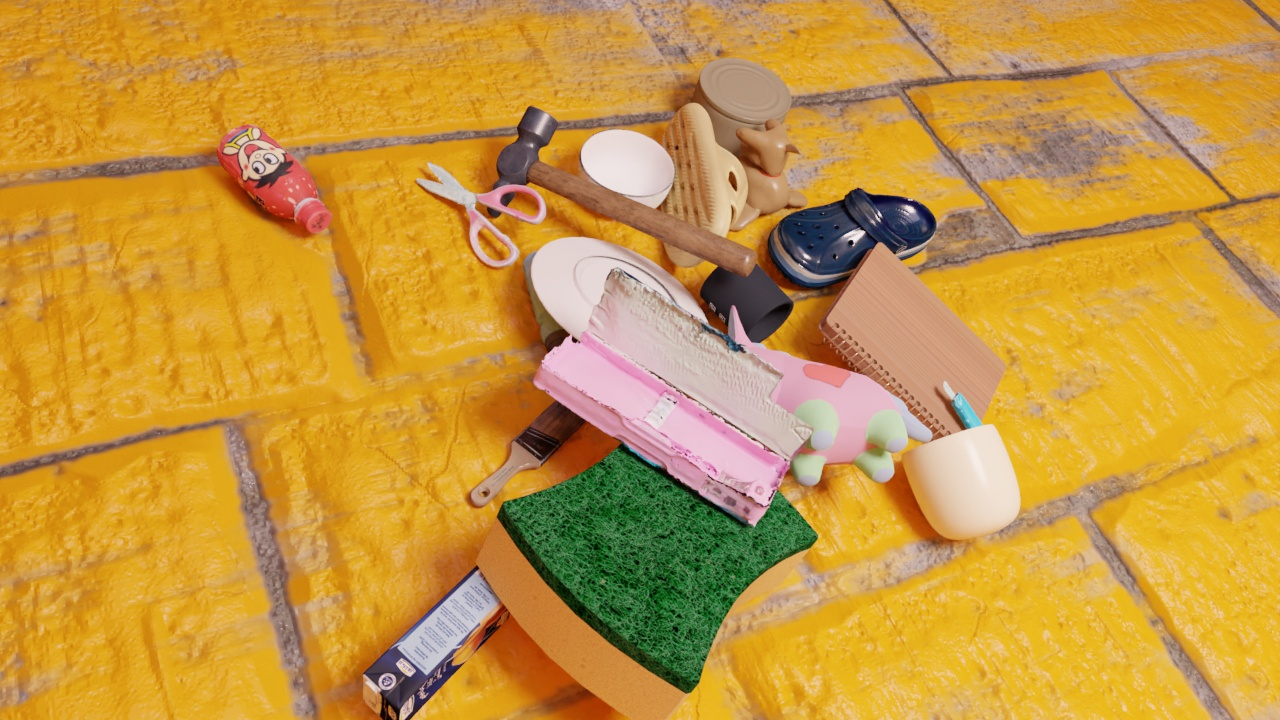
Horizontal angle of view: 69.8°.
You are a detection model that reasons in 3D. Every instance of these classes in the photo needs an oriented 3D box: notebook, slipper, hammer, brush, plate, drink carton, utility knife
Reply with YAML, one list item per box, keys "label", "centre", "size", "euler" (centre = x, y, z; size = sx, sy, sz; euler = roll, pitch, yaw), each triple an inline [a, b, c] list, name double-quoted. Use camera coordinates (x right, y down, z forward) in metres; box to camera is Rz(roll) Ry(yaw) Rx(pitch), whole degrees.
- label: "notebook"
  centre: [0.304, -0.011, 1.018]
  size: [0.210, 0.022, 0.168]
  euler: [43, 54, -4]
- label: "slipper"
  centre: [0.263, -0.165, 1.114]
  size: [0.252, 0.095, 0.105]
  euler: [-16, 63, -30]
- label: "hammer"
  centre: [-0.021, -0.163, 0.992]
  size: [0.322, 0.040, 0.129]
  euler: [26, 88, 19]
- label: "brush"
  centre: [-0.107, 0.087, 0.873]
  size: [0.039, 0.012, 0.150]
  euler: [36, 54, 12]
- label: "slipper"
  centre: [0.077, -0.203, 1.092]
  size: [0.079, 0.112, 0.261]
  euler: [20, 44, -28]
- label: "brush"
  centre: [0.012, 0.157, 0.771]
  size: [0.195, 0.075, 0.249]
  euler: [39, 37, 15]
- label: "plate"
  centre: [-0.016, -0.067, 0.968]
  size: [0.208, 0.015, 0.208]
  euler: [20, 36, -16]
- label: "drink carton"
  centre: [-0.158, 0.225, 0.724]
  size: [0.040, 0.064, 0.129]
  euler: [37, 52, 15]
- label: "utility knife"
  centre: [0.362, 0.073, 0.986]
  size: [0.022, 0.015, 0.124]
  euler: [-35, 93, -29]

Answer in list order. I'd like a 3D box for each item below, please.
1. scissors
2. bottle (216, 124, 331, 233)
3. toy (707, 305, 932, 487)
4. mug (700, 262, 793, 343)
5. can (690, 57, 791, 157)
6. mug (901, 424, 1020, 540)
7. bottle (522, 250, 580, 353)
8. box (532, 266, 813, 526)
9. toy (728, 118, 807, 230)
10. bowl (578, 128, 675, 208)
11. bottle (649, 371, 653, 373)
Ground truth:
- label: "scissors"
  centre: [-0.194, -0.162, 1.020]
  size: [0.179, 0.016, 0.105]
  euler: [22, 86, 19]
- label: "bottle"
  centre: [-0.380, -0.186, 0.966]
  size: [0.137, 0.062, 0.061]
  euler: [41, 54, 16]
- label: "toy"
  centre: [0.160, 0.040, 0.888]
  size: [0.222, 0.120, 0.171]
  euler: [1, 38, -14]
- label: "mug"
  centre: [0.127, -0.068, 1.024]
  size: [0.077, 0.071, 0.104]
  euler: [50, 31, 21]
- label: "can"
  centre: [0.127, -0.328, 1.205]
  size: [0.127, 0.073, 0.127]
  euler: [8, 53, -10]
- label: "mug"
  centre: [0.330, 0.126, 0.919]
  size: [0.120, 0.096, 0.099]
  euler: [-1, 68, -47]
- label: "bottle"
  centre: [-0.093, -0.057, 0.965]
  size: [0.040, 0.040, 0.130]
  euler: [-6, 56, -20]
- label: "box"
  centre: [0.034, 0.028, 0.785]
  size: [0.230, 0.106, 0.086]
  euler: [33, 35, 7]
- label: "toy"
  centre: [0.152, -0.233, 1.128]
  size: [0.133, 0.108, 0.106]
  euler: [-23, 47, -29]
- label: "bowl"
  centre: [-0.021, -0.213, 1.085]
  size: [0.113, 0.063, 0.113]
  euler: [8, 53, -10]
- label: "bottle"
  centre: [-0.006, 0.006, 0.946]
  size: [0.036, 0.036, 0.109]
  euler: [39, 54, 14]
